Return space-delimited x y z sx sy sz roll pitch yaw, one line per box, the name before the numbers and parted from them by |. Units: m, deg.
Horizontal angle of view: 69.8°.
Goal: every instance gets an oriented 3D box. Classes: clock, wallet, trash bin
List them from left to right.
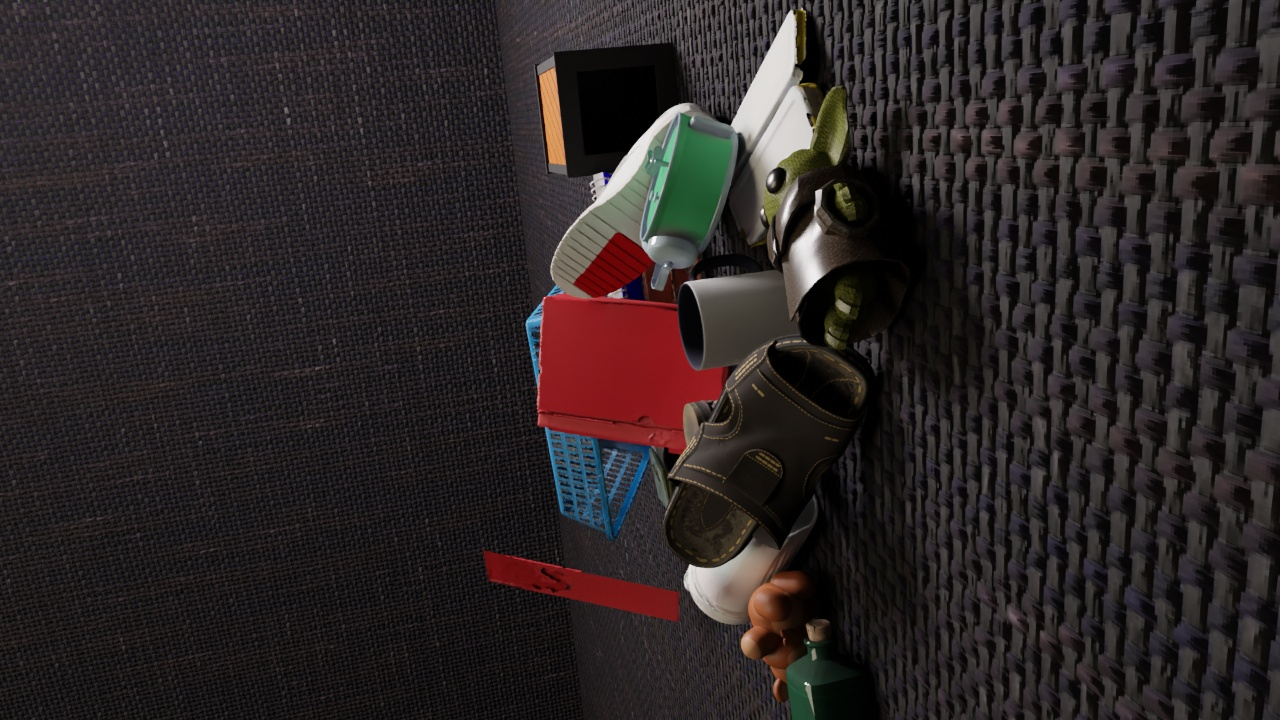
trash bin | -0.044 -0.308 1.140 0.172 0.139 0.140 -137 39 -71
wallet | 0.046 0.164 1.288 0.131 0.054 0.100 -144 47 -80
clock | 0.034 -0.145 0.855 0.122 0.075 0.162 -108 34 -77

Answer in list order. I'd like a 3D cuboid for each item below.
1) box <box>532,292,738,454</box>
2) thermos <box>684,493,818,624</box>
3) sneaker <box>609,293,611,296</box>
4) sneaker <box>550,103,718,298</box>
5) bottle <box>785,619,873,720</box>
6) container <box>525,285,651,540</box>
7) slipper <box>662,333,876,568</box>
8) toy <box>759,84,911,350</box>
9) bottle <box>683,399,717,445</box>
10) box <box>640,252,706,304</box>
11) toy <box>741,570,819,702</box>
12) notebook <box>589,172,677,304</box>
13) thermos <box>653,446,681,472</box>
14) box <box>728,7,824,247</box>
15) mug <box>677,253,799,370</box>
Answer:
box | -0.005 0.006 1.003 0.153 0.215 0.164 72 -148 -53
thermos | 0.110 0.192 0.913 0.221 0.099 0.099 106 153 -54
sneaker | -0.018 -0.094 1.190 0.089 0.091 0.242 18 -115 -58
sneaker | -0.006 -0.172 0.974 0.237 0.090 0.104 -50 20 18
bottle | 0.163 0.291 0.794 0.061 0.061 0.131 176 85 -76
container | -0.069 0.042 1.319 0.256 0.089 0.363 -62 -32 -60
slipper | 0.090 0.087 0.740 0.269 0.113 0.075 -59 -7 35
toy | 0.129 -0.082 0.642 0.180 0.078 0.152 94 166 -54
bottle | 0.097 0.058 0.832 0.056 0.105 0.056 170 91 -78
box | 0.041 -0.084 1.070 0.042 0.082 0.187 166 94 -82
toy | 0.140 0.261 0.846 0.065 0.094 0.128 -9 103 55
notebook | 0.002 -0.114 1.114 0.171 0.022 0.209 -5 -95 -63
thermos | 0.035 0.061 1.173 0.240 0.082 0.082 -123 27 -63
box | 0.112 -0.189 0.787 0.210 0.036 0.129 120 143 -72
mug | 0.086 -0.050 0.823 0.079 0.096 0.111 99 159 -55
